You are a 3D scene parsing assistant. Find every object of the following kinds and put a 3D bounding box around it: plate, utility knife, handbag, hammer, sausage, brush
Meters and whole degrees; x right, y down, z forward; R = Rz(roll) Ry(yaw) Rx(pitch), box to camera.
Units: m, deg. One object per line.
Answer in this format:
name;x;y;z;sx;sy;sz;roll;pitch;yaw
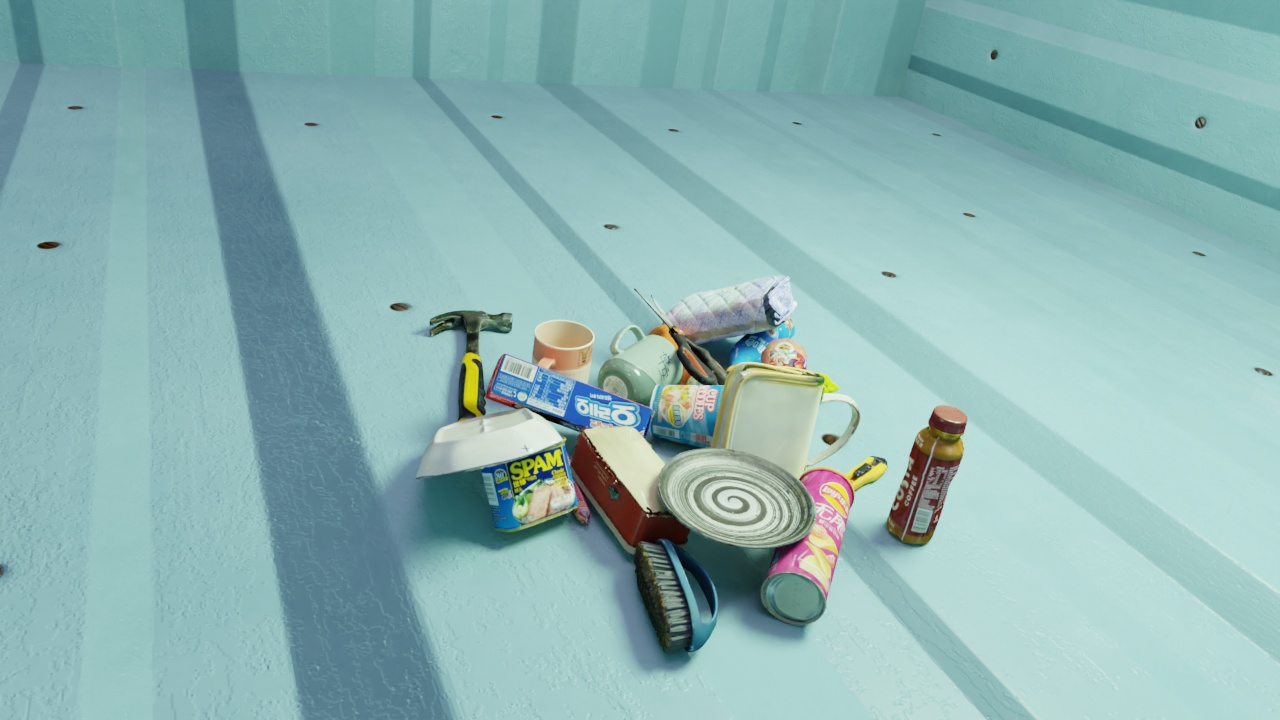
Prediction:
plate;0.106;0.157;1.019;0.179;0.024;0.179;7;28;-4
utility knife;0.278;0.158;1.201;0.033;0.015;0.167;27;33;34
handbag;0.183;0.089;1.150;0.178;0.163;0.063;6;17;-13
hammer;-0.242;0.009;1.306;0.126;0.032;0.322;3;30;-11
sausage;-0.085;0.148;1.111;0.020;0.020;0.155;-2;30;-19
brush;0.040;0.239;0.945;0.073;0.055;0.143;-1;30;-15
handbag;0.139;-0.078;1.443;0.194;0.075;0.133;-13;17;35
plate;-0.175;0.087;1.044;0.162;0.034;0.266;-13;4;-8

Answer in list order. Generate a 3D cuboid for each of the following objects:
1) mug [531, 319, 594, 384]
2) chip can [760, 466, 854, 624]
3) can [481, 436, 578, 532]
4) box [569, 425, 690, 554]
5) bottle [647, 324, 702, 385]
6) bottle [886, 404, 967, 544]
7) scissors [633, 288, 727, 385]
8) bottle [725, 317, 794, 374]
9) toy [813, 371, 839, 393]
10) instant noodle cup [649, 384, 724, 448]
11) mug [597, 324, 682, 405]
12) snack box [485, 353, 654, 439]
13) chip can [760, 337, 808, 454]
mug;-0.115;0.016;1.252;0.082;0.106;0.114;16;30;13
chip can;0.192;0.203;1.037;0.071;0.071;0.210;17;30;13
can;-0.125;0.139;1.036;0.101;0.083;0.057;-15;4;-36
box;-0.006;0.141;1.071;0.091;0.077;0.168;1;31;-35
bottle;0.065;0.008;1.371;0.066;0.067;0.149;-11;42;-32
bottle;0.344;0.136;1.093;0.057;0.175;0.057;7;29;-4
scissors;0.061;-0.029;1.318;0.227;0.022;0.197;43;15;3
bottle;0.181;-0.014;1.435;0.065;0.065;0.218;20;31;19
toy;0.253;0.040;1.393;0.097;0.031;0.100;10;25;9
instant noodle cup;0.070;0.074;1.224;0.110;0.099;0.099;6;28;11
mug;-0.008;0.008;1.297;0.082;0.112;0.106;-14;12;42
snack box;-0.089;0.055;1.167;0.207;0.057;0.058;21;-15;-11
chip can;0.198;0.056;1.280;0.071;0.071;0.214;10;35;2
